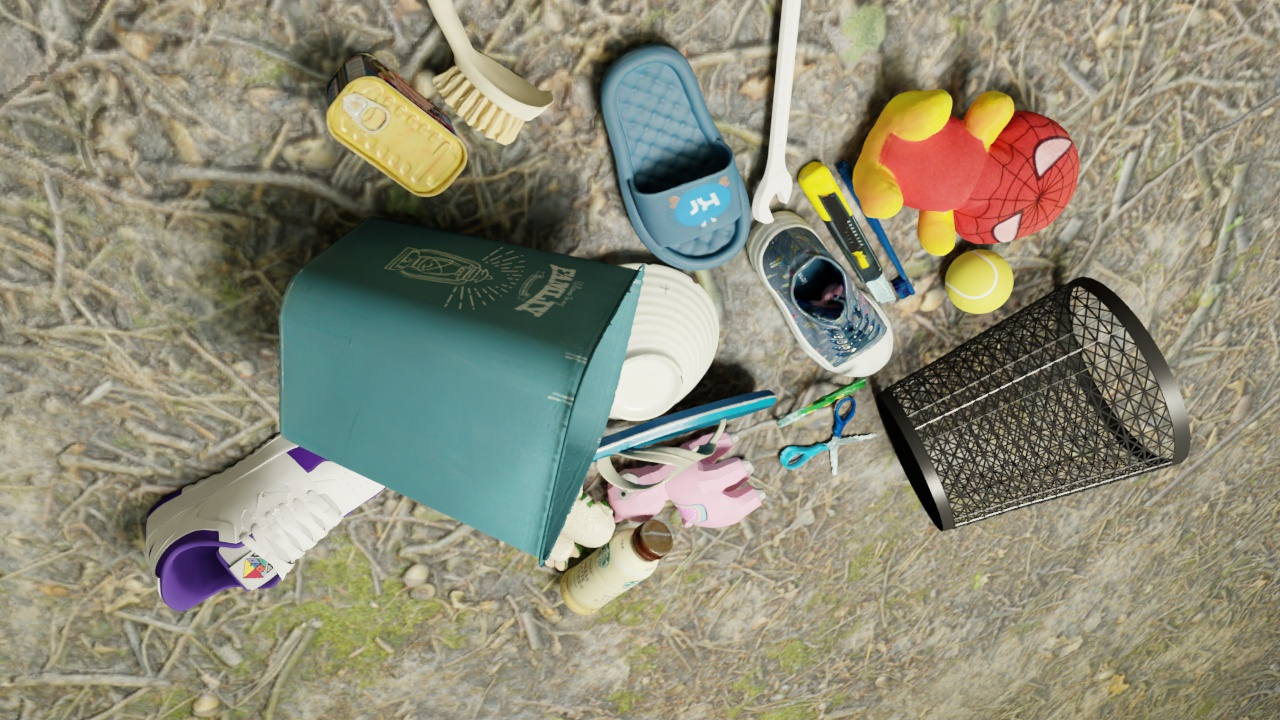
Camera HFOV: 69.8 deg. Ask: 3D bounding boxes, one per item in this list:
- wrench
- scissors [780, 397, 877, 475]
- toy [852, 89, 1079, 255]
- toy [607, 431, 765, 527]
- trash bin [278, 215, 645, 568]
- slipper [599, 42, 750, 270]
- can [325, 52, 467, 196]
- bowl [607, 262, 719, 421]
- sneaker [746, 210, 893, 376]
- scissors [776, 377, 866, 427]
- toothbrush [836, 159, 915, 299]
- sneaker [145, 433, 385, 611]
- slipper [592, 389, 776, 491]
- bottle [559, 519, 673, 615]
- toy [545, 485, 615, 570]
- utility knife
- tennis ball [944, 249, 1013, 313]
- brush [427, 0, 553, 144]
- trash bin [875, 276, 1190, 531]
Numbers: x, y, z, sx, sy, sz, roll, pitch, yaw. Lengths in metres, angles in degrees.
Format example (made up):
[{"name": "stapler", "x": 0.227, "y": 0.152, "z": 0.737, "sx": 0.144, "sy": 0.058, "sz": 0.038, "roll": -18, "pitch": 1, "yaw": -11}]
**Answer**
[{"name": "wrench", "x": 0.118, "y": -0.237, "z": 0.748, "sx": 0.047, "sy": 0.009, "sz": 0.274, "roll": -32, "pitch": 137, "yaw": -35}, {"name": "scissors", "x": 0.221, "y": 0.090, "z": 1.050, "sx": 0.127, "sy": 0.014, "sz": 0.134, "roll": -4, "pitch": 129, "yaw": -21}, {"name": "toy", "x": 0.297, "y": -0.171, "z": 0.824, "sx": 0.216, "sy": 0.098, "sz": 0.148, "roll": 8, "pitch": 131, "yaw": -25}, {"name": "toy", "x": 0.046, "y": 0.139, "z": 0.986, "sx": 0.157, "sy": 0.067, "sz": 0.123, "roll": -24, "pitch": 134, "yaw": 4}, {"name": "trash bin", "x": -0.134, "y": 0.007, "z": 0.694, "sx": 0.218, "sy": 0.196, "sz": 0.200, "roll": 18, "pitch": 122, "yaw": 5}, {"name": "slipper", "x": 0.029, "y": -0.155, "z": 0.756, "sx": 0.104, "sy": 0.059, "sz": 0.214, "roll": -27, "pitch": 130, "yaw": 2}, {"name": "can", "x": -0.177, "y": -0.170, "z": 0.661, "sx": 0.054, "sy": 0.059, "sz": 0.099, "roll": -44, "pitch": 129, "yaw": 14}, {"name": "bowl", "x": -0.005, "y": 0.005, "z": 0.830, "sx": 0.177, "sy": 0.070, "sz": 0.178, "roll": -7, "pitch": 128, "yaw": -9}, {"name": "sneaker", "x": 0.184, "y": -0.045, "z": 0.888, "sx": 0.087, "sy": 0.079, "sz": 0.235, "roll": -39, "pitch": 130, "yaw": 10}, {"name": "scissors", "x": 0.193, "y": 0.044, "z": 0.973, "sx": 0.132, "sy": 0.011, "sz": 0.125, "roll": -35, "pitch": 167, "yaw": 38}, {"name": "toothbrush", "x": 0.229, "y": -0.121, "z": 0.889, "sx": 0.017, "sy": 0.016, "sz": 0.190, "roll": -31, "pitch": 131, "yaw": 12}, {"name": "sneaker", "x": -0.321, "y": 0.141, "z": 0.809, "sx": 0.244, "sy": 0.111, "sz": 0.092, "roll": -24, "pitch": 131, "yaw": -3}, {"name": "slipper", "x": 0.013, "y": 0.089, "z": 0.882, "sx": 0.294, "sy": 0.060, "sz": 0.118, "roll": -16, "pitch": 169, "yaw": -21}, {"name": "bottle", "x": -0.026, "y": 0.222, "z": 0.992, "sx": 0.056, "sy": 0.056, "sz": 0.163, "roll": 15, "pitch": 140, "yaw": -30}, {"name": "toy", "x": -0.069, "y": 0.165, "z": 0.957, "sx": 0.087, "sy": 0.050, "sz": 0.113, "roll": 27, "pitch": 126, "yaw": 3}, {"name": "utility knife", "x": 0.205, "y": -0.115, "z": 0.884, "sx": 0.029, "sy": 0.020, "sz": 0.203, "roll": -36, "pitch": 131, "yaw": 10}, {"name": "tennis ball", "x": 0.344, "y": -0.080, "z": 0.934, "sx": 0.065, "sy": 0.065, "sz": 0.065, "roll": -11, "pitch": 129, "yaw": -14}, {"name": "brush", "x": -0.137, "y": -0.267, "z": 0.611, "sx": 0.077, "sy": 0.062, "sz": 0.272, "roll": -28, "pitch": 127, "yaw": -5}, {"name": "trash bin", "x": 0.401, "y": 0.060, "z": 0.983, "sx": 0.243, "sy": 0.216, "sz": 0.217, "roll": -25, "pitch": 131, "yaw": 6}]
